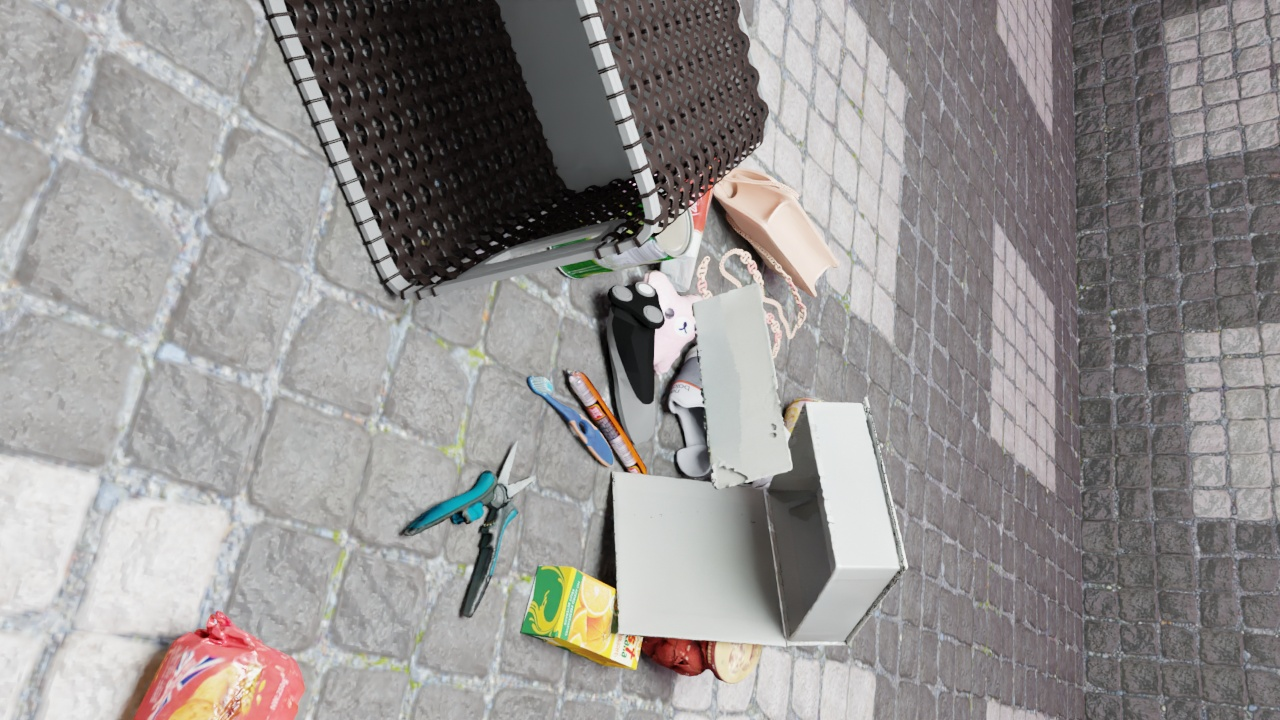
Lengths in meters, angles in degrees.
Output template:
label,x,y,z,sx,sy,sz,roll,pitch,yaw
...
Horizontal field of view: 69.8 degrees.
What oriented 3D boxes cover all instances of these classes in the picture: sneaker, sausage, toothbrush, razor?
label,x,y,z,sx,sy,sz,roll,pitch,yaw
sneaker,0.095,0.095,0.988,0.124,0.089,0.240,-38,106,-44
sausage,-0.029,0.065,0.873,0.155,0.020,0.020,58,44,-29
toothbrush,-0.058,0.057,0.837,0.135,0.017,0.021,51,50,-35
razor,-0.005,0.005,0.889,0.057,0.060,0.156,-14,116,-41

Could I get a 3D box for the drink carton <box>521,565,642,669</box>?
label,x,y,z,sx,sy,sz,roll,pitch,yaw
drink carton,-0.044,0.229,0.810,0.122,0.041,0.058,40,55,-43

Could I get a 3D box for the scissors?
label,x,y,z,sx,sy,sz,roll,pitch,yaw
scissors,-0.126,0.136,0.734,0.147,0.019,0.118,-19,99,-54

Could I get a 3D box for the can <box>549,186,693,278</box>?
label,x,y,z,sx,sy,sz,roll,pitch,yaw
can,-0.019,-0.115,0.828,0.067,0.121,0.067,12,75,-51

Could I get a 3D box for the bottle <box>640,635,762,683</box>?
label,x,y,z,sx,sy,sz,roll,pitch,yaw
bottle,0.056,0.252,0.881,0.098,0.111,0.099,-3,94,-44

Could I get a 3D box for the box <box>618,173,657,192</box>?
label,x,y,z,sx,sy,sz,roll,pitch,yaw
box,-0.013,-0.240,0.898,0.153,0.041,0.201,-45,120,-56

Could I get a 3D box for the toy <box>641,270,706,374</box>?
label,x,y,z,sx,sy,sz,roll,pitch,yaw
toy,0.026,-0.034,0.936,0.099,0.053,0.095,27,76,-47

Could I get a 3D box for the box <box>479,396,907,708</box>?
label,x,y,z,sx,sy,sz,roll,pitch,yaw
box,0.040,0.197,0.871,0.165,0.447,0.166,42,34,-42

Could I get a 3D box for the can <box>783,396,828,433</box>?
label,x,y,z,sx,sy,sz,roll,pitch,yaw
can,0.203,0.105,1.133,0.067,0.068,0.104,48,49,-37

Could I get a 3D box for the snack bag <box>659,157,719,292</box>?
label,x,y,z,sx,sy,sz,roll,pitch,yaw
snack bag,0.060,-0.185,0.986,0.078,0.041,0.224,99,3,-64

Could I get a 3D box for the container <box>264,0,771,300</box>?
label,x,y,z,sx,sy,sz,roll,pitch,yaw
container,-0.069,-0.217,0.682,0.242,0.248,0.246,-41,117,-51

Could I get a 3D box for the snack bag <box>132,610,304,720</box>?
label,x,y,z,sx,sy,sz,roll,pitch,yaw
snack bag,-0.251,0.234,0.507,0.082,0.082,0.176,42,54,-41

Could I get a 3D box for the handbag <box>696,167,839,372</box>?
label,x,y,z,sx,sy,sz,roll,pitch,yaw
handbag,0.114,-0.116,1.066,0.187,0.116,0.198,-51,136,-3

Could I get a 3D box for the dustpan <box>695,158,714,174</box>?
label,x,y,z,sx,sy,sz,roll,pitch,yaw
dustpan,0.006,-0.310,0.871,0.257,0.033,0.162,59,30,-18

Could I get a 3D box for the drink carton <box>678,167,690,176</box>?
label,x,y,z,sx,sy,sz,roll,pitch,yaw
drink carton,0.037,-0.248,0.947,0.058,0.040,0.122,56,22,-52
